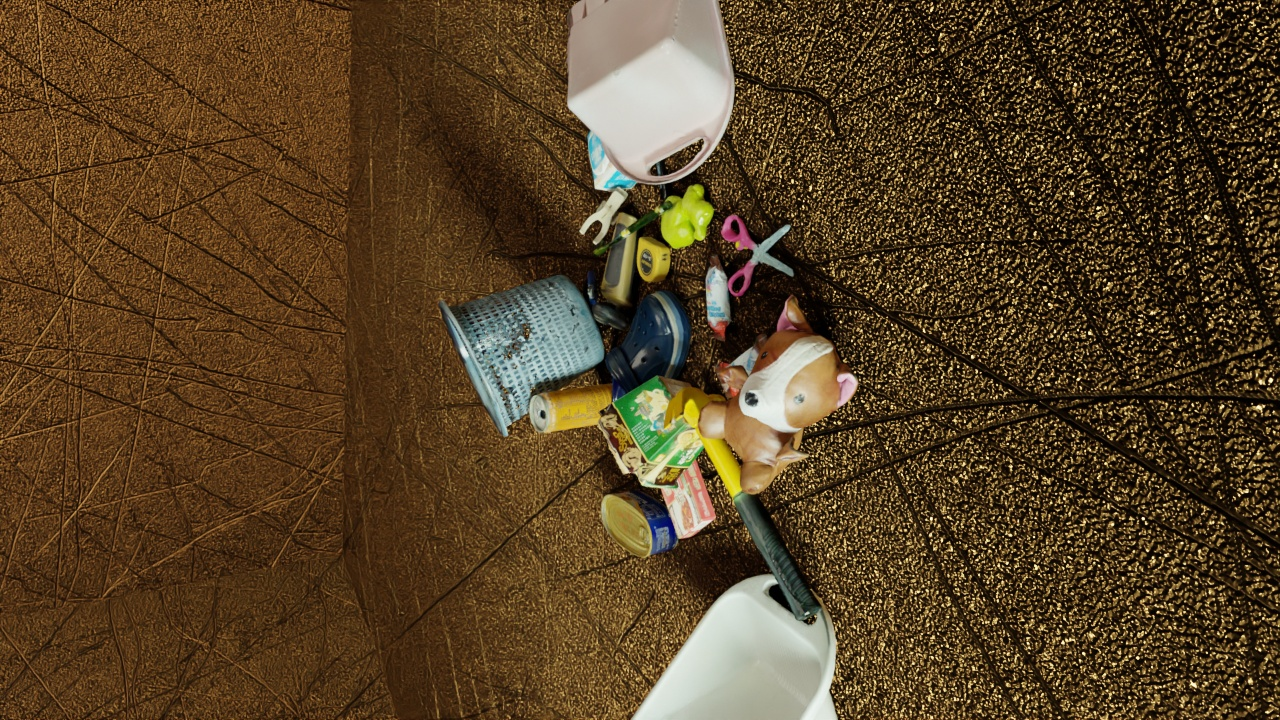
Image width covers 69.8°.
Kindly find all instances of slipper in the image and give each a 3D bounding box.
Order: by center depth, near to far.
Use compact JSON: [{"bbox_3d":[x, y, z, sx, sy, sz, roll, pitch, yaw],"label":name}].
[{"bbox_3d":[-0.007,0.007,1.256,0.105,0.095,0.253,57,145,35],"label":"slipper"}]

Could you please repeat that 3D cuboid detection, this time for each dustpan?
[{"bbox_3d":[0.104,0.370,1.026,0.223,0.257,0.143,26,141,57],"label":"dustpan"},{"bbox_3d":[0.016,-0.364,1.140,0.223,0.138,0.272,-18,52,39],"label":"dustpan"}]

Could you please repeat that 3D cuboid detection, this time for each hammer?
[{"bbox_3d":[0.117,0.155,1.048,0.033,0.128,0.300,-42,62,25],"label":"hammer"}]

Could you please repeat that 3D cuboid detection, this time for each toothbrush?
[{"bbox_3d":[-0.013,-0.178,1.233,0.186,0.012,0.017,-24,50,54],"label":"toothbrush"}]

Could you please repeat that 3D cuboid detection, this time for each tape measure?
[{"bbox_3d":[0.020,-0.135,1.240,0.060,0.028,0.057,38,127,52],"label":"tape measure"}]

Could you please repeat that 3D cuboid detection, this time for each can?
[{"bbox_3d":[-0.003,0.235,1.333,0.148,0.049,0.075,18,111,59],"label":"can"},{"bbox_3d":[-0.086,0.068,1.349,0.058,0.145,0.058,16,109,55],"label":"can"}]

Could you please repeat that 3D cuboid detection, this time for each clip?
[{"bbox_3d":[-0.053,-0.202,1.308,0.035,0.096,0.101,40,173,-6],"label":"clip"}]

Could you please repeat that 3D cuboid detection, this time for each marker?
[{"bbox_3d":[0.024,-0.273,1.218,0.018,0.015,0.124,167,97,-66],"label":"marker"}]

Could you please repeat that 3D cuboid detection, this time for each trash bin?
[{"bbox_3d":[-0.171,-0.027,1.399,0.226,0.195,0.227,58,166,23],"label":"trash bin"}]

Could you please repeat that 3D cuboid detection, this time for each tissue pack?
[{"bbox_3d":[-0.030,-0.291,1.245,0.140,0.063,0.090,156,107,-71],"label":"tissue pack"}]

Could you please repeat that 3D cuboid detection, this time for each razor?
[{"bbox_3d":[-0.032,-0.127,1.307,0.062,0.067,0.168,22,110,34],"label":"razor"}]

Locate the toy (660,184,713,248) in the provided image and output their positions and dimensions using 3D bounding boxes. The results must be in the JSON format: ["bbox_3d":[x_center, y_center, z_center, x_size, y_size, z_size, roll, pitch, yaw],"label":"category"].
[{"bbox_3d":[0.055,-0.179,1.164,0.100,0.031,0.096,-57,44,44],"label":"toy"}]

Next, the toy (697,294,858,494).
[{"bbox_3d":[0.141,0.041,0.969,0.140,0.130,0.200,53,131,20],"label":"toy"}]

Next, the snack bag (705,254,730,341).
[{"bbox_3d":[0.094,-0.076,1.118,0.045,0.026,0.105,-138,44,-82],"label":"snack bag"}]

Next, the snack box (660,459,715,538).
[{"bbox_3d":[0.052,0.157,1.244,0.075,0.025,0.152,-50,53,52],"label":"snack box"}]

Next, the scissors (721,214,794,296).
[{"bbox_3d":[0.132,-0.116,1.058,0.133,0.017,0.125,41,129,46],"label":"scissors"}]

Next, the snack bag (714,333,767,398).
[{"bbox_3d":[0.125,0.008,1.082,0.104,0.026,0.048,-38,75,58],"label":"snack bag"}]

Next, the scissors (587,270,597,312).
[{"bbox_3d":[-0.073,-0.113,1.351,0.175,0.012,0.105,88,178,-71],"label":"scissors"}]

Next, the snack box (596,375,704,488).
[{"bbox_3d":[0.029,0.085,1.172,0.106,0.117,0.118,-42,60,22],"label":"snack box"}]
